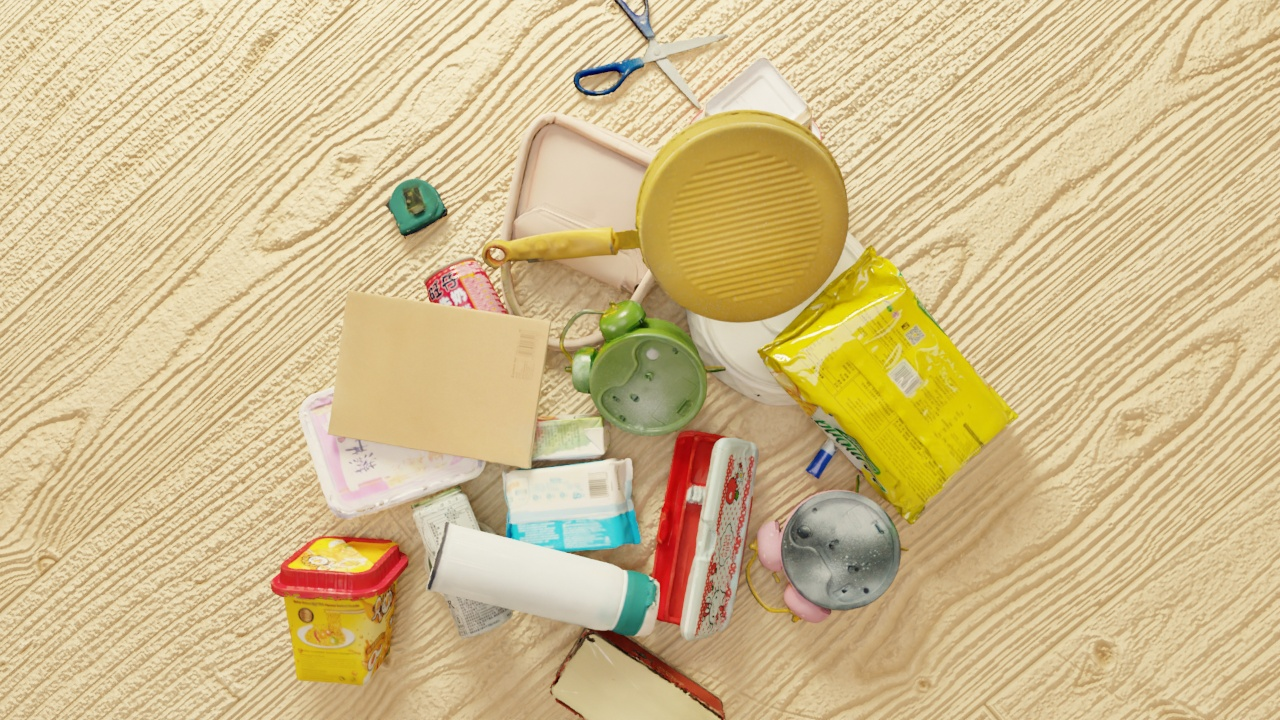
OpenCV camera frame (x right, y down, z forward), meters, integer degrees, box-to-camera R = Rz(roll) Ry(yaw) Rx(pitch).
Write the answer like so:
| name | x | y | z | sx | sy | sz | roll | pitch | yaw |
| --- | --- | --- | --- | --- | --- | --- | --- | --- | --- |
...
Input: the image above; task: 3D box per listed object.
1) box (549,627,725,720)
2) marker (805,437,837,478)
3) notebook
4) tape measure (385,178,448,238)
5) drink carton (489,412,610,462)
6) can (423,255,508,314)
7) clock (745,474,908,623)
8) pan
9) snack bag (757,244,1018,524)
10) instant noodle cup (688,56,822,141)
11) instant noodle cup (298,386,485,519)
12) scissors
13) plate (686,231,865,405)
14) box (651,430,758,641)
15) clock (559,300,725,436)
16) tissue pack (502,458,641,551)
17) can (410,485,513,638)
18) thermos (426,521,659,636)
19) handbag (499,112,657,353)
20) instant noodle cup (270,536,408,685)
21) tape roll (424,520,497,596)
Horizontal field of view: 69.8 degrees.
| name | x | y | z | sx | sy | sz | roll | pitch | yaw |
| --- | --- | --- | --- | --- | --- | --- | --- | --- | --- |
| box | -0.004 | 0.346 | 0.927 | 0.168 | 0.077 | 0.091 | 32 | 90 | 5 |
| marker | 0.217 | 0.058 | 0.947 | 0.017 | 0.017 | 0.146 | 34 | 91 | 5 |
| notebook | -0.202 | 0.018 | 0.920 | 0.211 | 0.012 | 0.149 | 9 | 93 | 5 |
| tape measure | -0.242 | -0.167 | 0.986 | 0.058 | 0.025 | 0.054 | -27 | 88 | 3 |
| drink carton | -0.094 | 0.081 | 0.953 | 0.122 | 0.053 | 0.045 | -4 | 92 | 4 |
| can | -0.178 | -0.054 | 0.957 | 0.066 | 0.066 | 0.094 | -28 | 87 | 3 |
| clock | 0.181 | 0.197 | 0.926 | 0.158 | 0.060 | 0.117 | -32 | 87 | 2 |
| pan | 0.016 | -0.121 | 0.870 | 0.357 | 0.078 | 0.198 | -10 | 116 | 6 |
| snack bag | 0.245 | 0.025 | 0.889 | 0.158 | 0.068 | 0.246 | -43 | 104 | 1 |
| instant noodle cup | 0.114 | -0.231 | 0.909 | 0.116 | 0.124 | 0.116 | -40 | 85 | 2 |
| instant noodle cup | -0.253 | 0.078 | 0.963 | 0.173 | 0.060 | 0.138 | -19 | 87 | 5 |
| scissors | 0.006 | -0.334 | 0.977 | 0.174 | 0.012 | 0.162 | -16 | 87 | 3 |
| plate | 0.149 | -0.056 | 0.942 | 0.205 | 0.045 | 0.205 | 0 | 89 | 4 |
| box | 0.064 | 0.174 | 0.916 | 0.095 | 0.098 | 0.201 | 10 | 89 | 4 |
| clock | -0.005 | 0.005 | 0.922 | 0.161 | 0.056 | 0.116 | 31 | 115 | -12 |
| tissue pack | -0.073 | 0.151 | 0.944 | 0.140 | 0.063 | 0.090 | -6 | 87 | 4 |
| can | -0.183 | 0.206 | 0.939 | 0.058 | 0.058 | 0.146 | -23 | 87 | 3 |
| thermos | -0.090 | 0.218 | 0.893 | 0.224 | 0.073 | 0.073 | 16 | 90 | -9 |
| handbag | -0.059 | -0.119 | 0.950 | 0.193 | 0.093 | 0.234 | 25 | 99 | 4 |
| instant noodle cup | -0.306 | 0.257 | 0.943 | 0.116 | 0.116 | 0.124 | 3 | 100 | 5 |
| tape roll | -0.187 | 0.212 | 0.977 | 0.086 | 0.014 | 0.086 | 0 | 89 | 5 |
